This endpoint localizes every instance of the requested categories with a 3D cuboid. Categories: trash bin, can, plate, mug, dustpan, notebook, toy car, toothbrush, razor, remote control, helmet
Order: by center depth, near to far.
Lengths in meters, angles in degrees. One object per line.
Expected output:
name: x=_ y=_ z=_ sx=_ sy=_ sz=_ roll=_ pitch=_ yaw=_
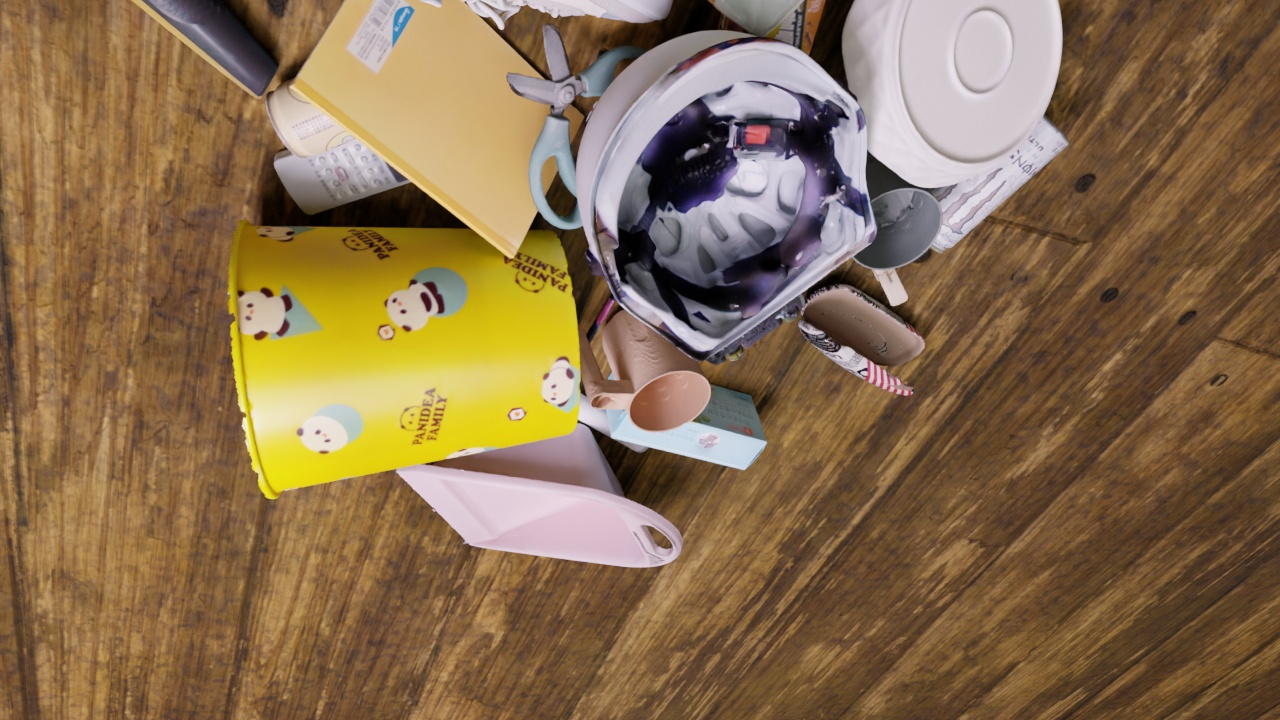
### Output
razor: x=-0.327 y=-0.252 z=0.649 sx=0.068 sy=0.062 sz=0.167 roll=-3 pitch=148 yaw=34
notebook: x=-0.140 y=-0.194 z=0.690 sx=0.010 sy=0.145 sz=0.206 roll=1 pitch=152 yaw=48
can: x=-0.221 y=-0.202 z=0.705 sx=0.116 sy=0.058 sz=0.058 roll=-20 pitch=133 yaw=8
helmet: x=0.049 y=-0.144 z=0.711 sx=0.229 sy=0.146 sz=0.258 roll=-39 pitch=133 yaw=4
plate: x=0.251 y=-0.239 z=0.714 sx=0.204 sy=0.045 sz=0.205 roll=-7 pitch=107 yaw=-24
remote control: x=-0.224 y=-0.167 z=0.763 sx=0.150 sy=0.021 sz=0.058 roll=-17 pitch=133 yaw=5
trash bin: x=-0.193 y=-0.013 z=0.784 sx=0.255 sy=0.229 sz=0.230 roll=-6 pitch=133 yaw=-14
mug: x=0.190 y=-0.138 z=0.817 sx=0.124 sy=0.103 sz=0.084 roll=-17 pitch=133 yaw=6
can: x=0.316 y=-0.168 z=0.845 sx=0.058 sy=0.058 sz=0.147 roll=27 pitch=122 yaw=-31
mug: x=-0.005 y=0.005 z=0.897 sx=0.124 sy=0.103 sz=0.084 roll=2 pitch=132 yaw=-26
toy car: x=0.107 y=-0.046 z=0.925 sx=0.121 sy=0.045 sz=0.053 roll=-32 pitch=133 yaw=10
toothbrush: x=-0.068 y=-0.003 z=0.950 sx=0.017 sy=0.014 sz=0.190 roll=14 pitch=127 yaw=-27
toothbrush: x=-0.066 y=0.049 z=0.972 sx=0.027 sy=0.026 sz=0.221 roll=-32 pitch=138 yaw=25
dustpan: x=-0.102 y=0.180 z=1.006 sx=0.273 sy=0.138 sz=0.223 roll=-21 pitch=145 yaw=4

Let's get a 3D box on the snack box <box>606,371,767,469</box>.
snack box: x=0.048 y=0.059 z=0.990 sx=0.174 sy=0.074 sz=0.052 roll=16 pitch=126 yaw=-24

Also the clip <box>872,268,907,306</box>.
clip: x=0.232 y=-0.101 z=0.897 sx=0.034 sy=0.066 sz=0.099 roll=-25 pitch=121 yaw=11

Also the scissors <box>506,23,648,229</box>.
scissors: x=-0.033 y=-0.195 z=0.728 sx=0.180 sy=0.019 sz=0.170 roll=-34 pitch=137 yaw=-25

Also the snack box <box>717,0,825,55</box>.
snack box: x=0.100 y=-0.261 z=0.738 sx=0.075 sy=0.026 sz=0.154 roll=1 pitch=132 yaw=-13

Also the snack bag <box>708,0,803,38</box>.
snack bag: x=0.051 y=-0.345 z=0.607 sx=0.246 sy=0.068 sz=0.158 roll=32 pitch=117 yaw=-25

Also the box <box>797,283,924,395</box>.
box: x=0.236 y=-0.028 z=0.963 sx=0.163 sy=0.076 sz=0.087 roll=25 pitch=93 yaw=-30

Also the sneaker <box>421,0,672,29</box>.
sneaker: x=-0.094 y=-0.274 z=0.642 sx=0.242 sy=0.089 sz=0.091 roll=17 pitch=119 yaw=-22
